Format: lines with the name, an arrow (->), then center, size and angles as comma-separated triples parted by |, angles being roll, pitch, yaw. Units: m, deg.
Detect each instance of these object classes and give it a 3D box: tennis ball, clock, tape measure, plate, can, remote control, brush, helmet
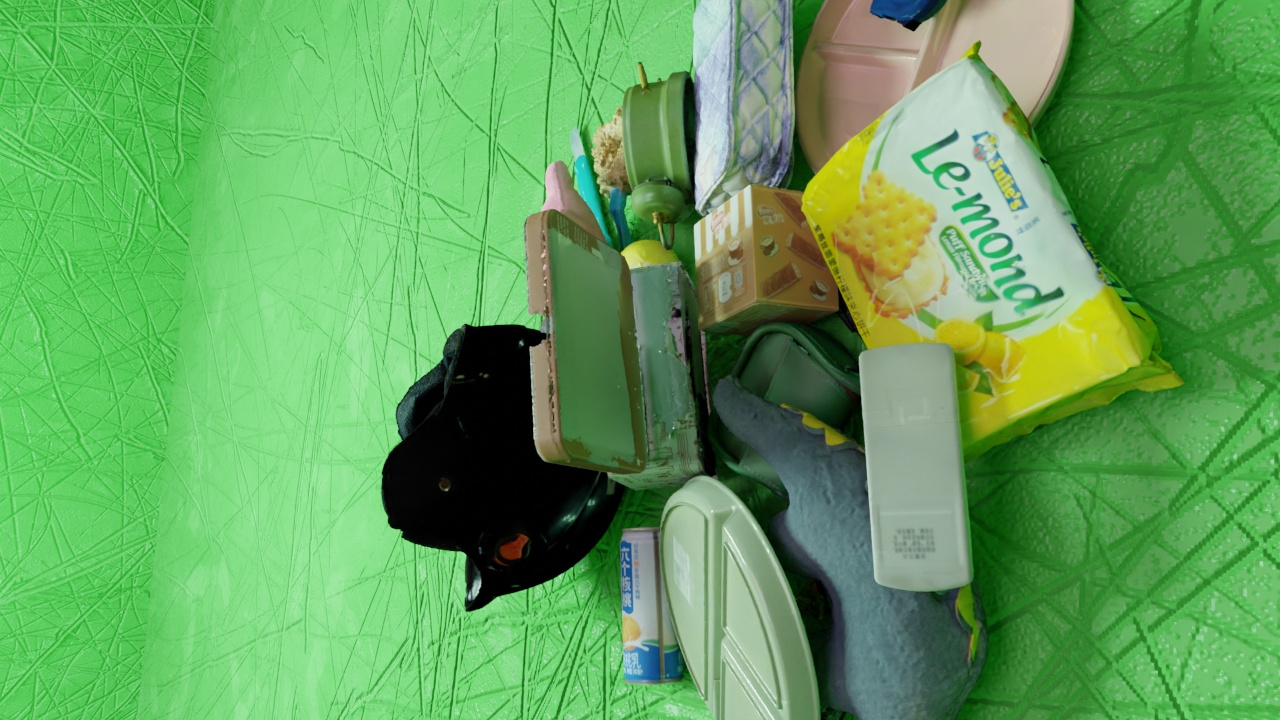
tennis ball -> 0.007, -0.082, 0.869 | 0.066, 0.065, 0.065 | -12, 75, 49
clock -> 0.023, -0.181, 0.829 | 0.056, 0.116, 0.161 | -3, 98, 13
tape measure -> 0.198, -0.270, 0.660 | 0.054, 0.025, 0.058 | 43, 120, 43
plate -> 0.210, -0.222, 0.679 | 0.230, 0.028, 0.229 | -13, 73, 48
plate -> 0.066, 0.202, 0.701 | 0.230, 0.027, 0.230 | 167, 90, -71
can -> 0.010, 0.218, 0.824 | 0.053, 0.053, 0.134 | -16, 72, 48
remote control -> 0.169, 0.064, 0.563 | 0.058, 0.021, 0.150 | -5, 82, 22
brush -> -0.014, -0.134, 0.931 | 0.083, 0.045, 0.254 | -11, 79, 45
helmet -> -0.122, 0.097, 0.872 | 0.233, 0.230, 0.275 | -123, 28, -73

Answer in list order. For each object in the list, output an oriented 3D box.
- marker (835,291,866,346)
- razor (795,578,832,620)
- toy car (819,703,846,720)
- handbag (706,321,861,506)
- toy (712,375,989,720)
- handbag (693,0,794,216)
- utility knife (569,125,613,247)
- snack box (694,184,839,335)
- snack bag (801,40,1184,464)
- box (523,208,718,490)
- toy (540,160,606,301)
marker -> 0.182, -0.004, 0.680 | 0.020, 0.022, 0.132 | 75, 170, -54
razor -> 0.111, 0.202, 0.731 | 0.143, 0.022, 0.042 | -38, 54, 41
toy car -> 0.129, 0.260, 0.692 | 0.049, 0.031, 0.106 | 38, 113, 47
handbag -> 0.123, 0.042, 0.716 | 0.120, 0.067, 0.131 | 40, 113, 36
toy -> 0.155, 0.159, 0.615 | 0.138, 0.091, 0.356 | -22, 73, 18
handbag -> 0.086, -0.225, 0.774 | 0.134, 0.075, 0.193 | 144, 129, -76
utility knife -> -0.053, -0.178, 0.999 | 0.029, 0.013, 0.192 | -35, 60, 39
snack box -> 0.099, -0.076, 0.733 | 0.093, 0.077, 0.094 | 153, 118, -63
snack bag -> 0.212, -0.061, 0.596 | 0.158, 0.068, 0.246 | -37, 67, 42
box -> -0.005, 0.004, 0.718 | 0.088, 0.262, 0.177 | -8, 74, 12
toy -> -0.067, -0.081, 0.915 | 0.178, 0.074, 0.195 | -101, 5, -45
